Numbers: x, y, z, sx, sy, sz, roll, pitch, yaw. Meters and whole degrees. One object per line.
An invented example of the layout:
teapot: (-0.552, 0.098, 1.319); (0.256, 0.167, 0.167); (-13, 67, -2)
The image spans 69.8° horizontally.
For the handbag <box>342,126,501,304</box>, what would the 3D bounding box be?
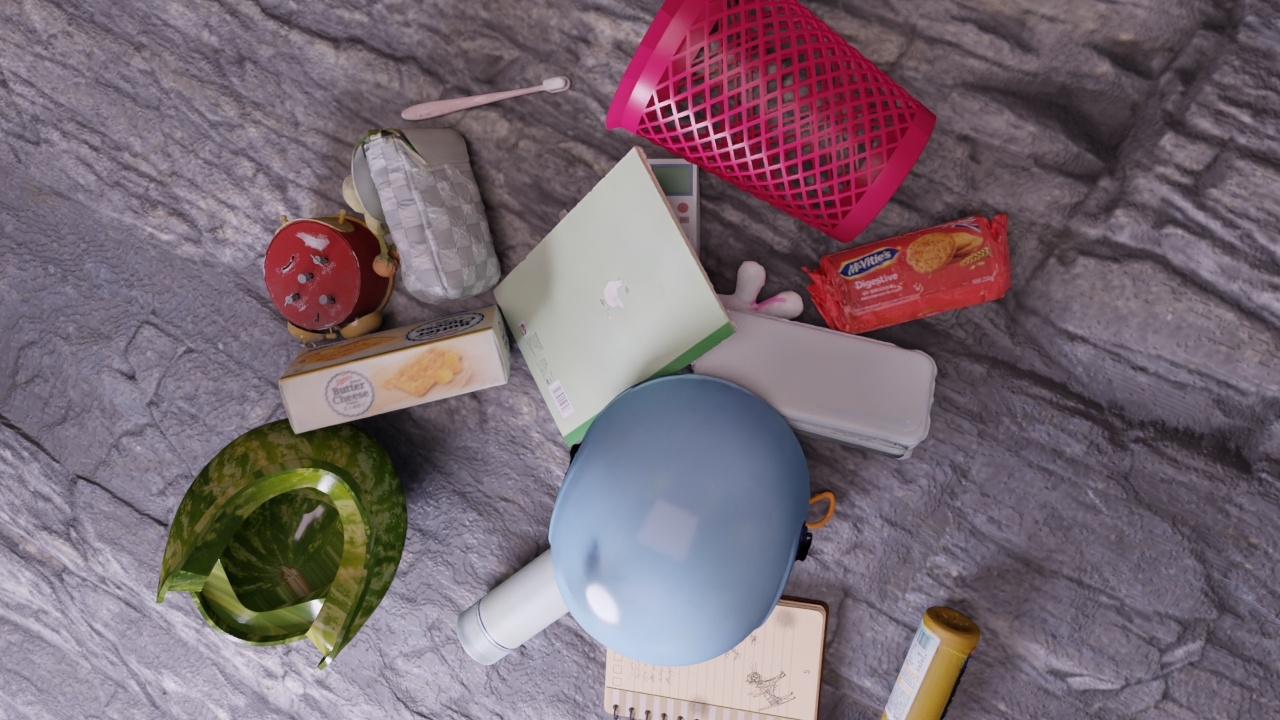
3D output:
handbag: (-0.216, -0.135, 0.895); (0.124, 0.112, 0.171); (-14, 97, 26)

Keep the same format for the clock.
clock: (-0.324, -0.073, 0.947); (0.117, 0.081, 0.159); (-2, 100, 15)

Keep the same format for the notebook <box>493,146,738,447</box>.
notebook: (-0.037, -0.047, 0.840); (0.253, 0.010, 0.182); (-37, 75, 43)

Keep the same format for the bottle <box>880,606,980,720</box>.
bottle: (0.271, 0.332, 0.891); (0.053, 0.053, 0.186); (19, 105, 10)

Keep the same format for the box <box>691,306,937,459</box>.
box: (0.146, 0.038, 0.834); (0.216, 0.110, 0.107); (15, 62, 7)

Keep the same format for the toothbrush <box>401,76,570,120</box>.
toothbrush: (-0.155, -0.257, 0.901); (0.181, 0.018, 0.016); (-6, 99, 16)

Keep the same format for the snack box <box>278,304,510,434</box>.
snack box: (-0.234, 0.005, 0.895); (0.208, 0.104, 0.057); (-14, 108, -2)

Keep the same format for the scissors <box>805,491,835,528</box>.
scissors: (0.126, 0.141, 0.889); (0.125, 0.011, 0.129); (-21, 80, -9)

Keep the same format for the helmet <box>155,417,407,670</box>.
helmet: (-0.348, 0.173, 0.923); (0.213, 0.248, 0.242); (27, 72, -16)

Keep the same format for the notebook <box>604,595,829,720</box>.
notebook: (0.074, 0.316, 0.954); (0.226, 0.024, 0.167); (6, 101, 13)

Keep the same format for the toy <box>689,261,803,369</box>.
toy: (0.090, -0.035, 0.871); (0.076, 0.037, 0.126); (41, 117, -4)

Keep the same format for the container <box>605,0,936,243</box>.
container: (0.115, -0.213, 0.768); (0.226, 0.183, 0.183); (33, 107, -2)

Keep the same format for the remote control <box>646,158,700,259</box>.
remote control: (0.031, -0.119, 0.876); (0.050, 0.024, 0.143); (3, 104, 14)

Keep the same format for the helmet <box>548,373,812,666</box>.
helmet: (0.031, 0.149, 0.783); (0.225, 0.166, 0.266); (18, 115, 4)

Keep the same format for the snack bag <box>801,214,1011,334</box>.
snack bag: (0.237, -0.071, 0.807); (0.177, 0.082, 0.082); (-15, 97, 17)

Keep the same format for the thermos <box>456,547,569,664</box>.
thermos: (-0.092, 0.234, 0.957); (0.230, 0.067, 0.068); (-38, 90, 19)

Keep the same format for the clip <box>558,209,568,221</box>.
clip: (-0.061, -0.095, 0.909); (0.054, 0.038, 0.101); (-42, 88, -6)

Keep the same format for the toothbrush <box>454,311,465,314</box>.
toothbrush: (-0.240, -0.022, 0.970); (0.135, 0.017, 0.021); (-23, 93, 17)
